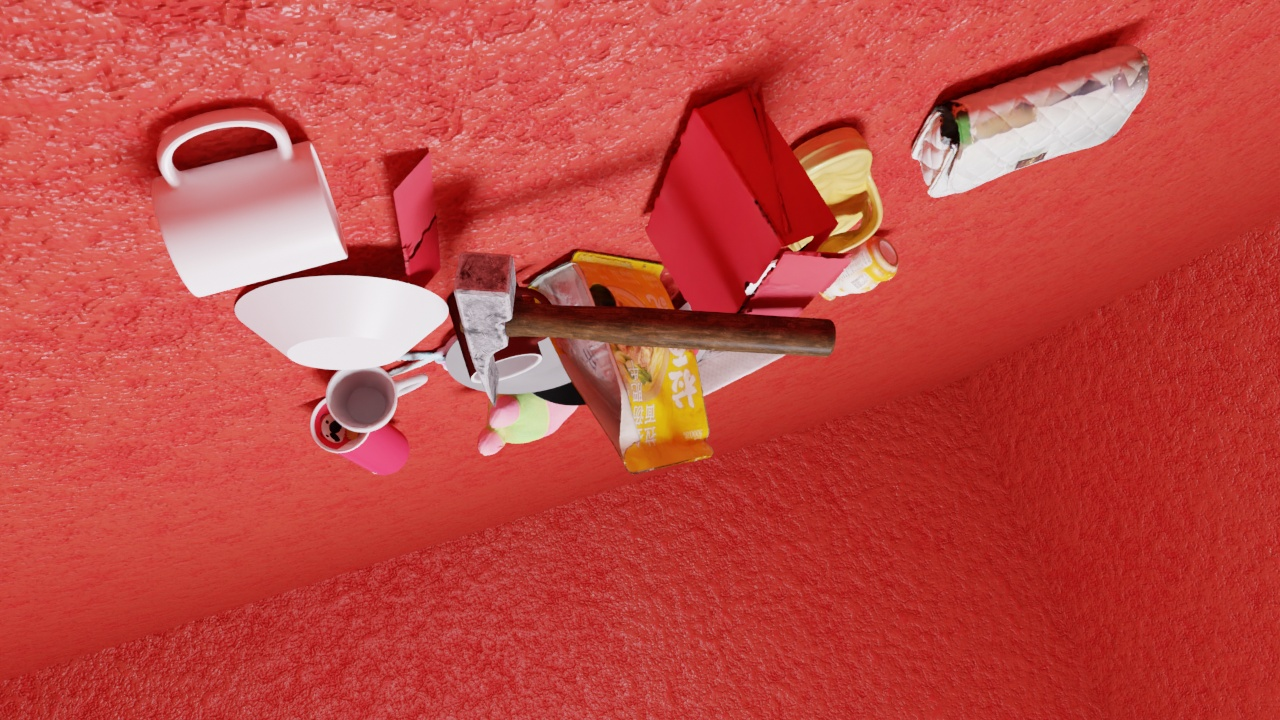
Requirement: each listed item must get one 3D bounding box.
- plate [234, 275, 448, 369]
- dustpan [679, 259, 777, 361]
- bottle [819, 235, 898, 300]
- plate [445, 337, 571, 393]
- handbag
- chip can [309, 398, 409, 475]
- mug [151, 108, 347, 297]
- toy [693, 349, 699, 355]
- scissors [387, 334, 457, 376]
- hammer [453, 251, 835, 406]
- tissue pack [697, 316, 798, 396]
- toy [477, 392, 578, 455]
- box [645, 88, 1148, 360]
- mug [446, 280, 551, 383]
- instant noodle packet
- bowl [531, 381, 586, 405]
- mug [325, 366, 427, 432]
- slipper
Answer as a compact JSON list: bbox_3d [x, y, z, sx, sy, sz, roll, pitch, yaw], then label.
[{"bbox_3d":[-0.252,-0.023,0.783,0.174,0.036,0.174,-5,164,-2],"label":"plate"},{"bbox_3d":[0.126,-0.057,1.210,0.191,0.053,0.258,-18,169,-30],"label":"dustpan"},{"bbox_3d":[0.283,-0.118,1.209,0.063,0.063,0.109,-7,163,-44],"label":"bottle"},{"bbox_3d":[-0.129,-0.009,1.035,0.178,0.012,0.179,-8,152,-5],"label":"plate"},{"bbox_3d":[0.368,-0.224,0.879,0.195,0.072,0.139,-20,166,-2],"label":"handbag"},{"bbox_3d":[-0.347,0.098,1.155,0.069,0.069,0.221,-18,167,-7],"label":"chip can"},{"bbox_3d":[-0.235,-0.098,0.543,0.090,0.073,0.111,-17,141,-11],"label":"mug"},{"bbox_3d":[0.030,-0.011,1.093,0.091,0.045,0.135,-21,166,-24],"label":"toy"},{"bbox_3d":[-0.217,-0.005,1.049,0.171,0.013,0.175,-23,166,11],"label":"scissors"},{"bbox_3d":[0.004,-0.010,0.770,0.300,0.037,0.218,4,155,-2],"label":"hammer"},{"bbox_3d":[0.131,-0.009,1.231,0.181,0.071,0.104,-22,175,-13],"label":"tissue pack"},{"bbox_3d":[-0.123,0.042,1.231,0.236,0.097,0.193,-27,166,-37],"label":"toy"},{"bbox_3d":[0.192,-0.092,0.774,0.374,0.148,0.213,8,161,-6],"label":"box"},{"bbox_3d":[-0.130,-0.036,0.895,0.106,0.082,0.073,-25,166,23],"label":"mug"},{"bbox_3d":[-0.006,0.006,0.943,0.084,0.221,0.162,-31,165,29],"label":"instant noodle packet"},{"bbox_3d":[-0.085,-0.004,1.115,0.124,0.052,0.124,1,139,1],"label":"bowl"},{"bbox_3d":[-0.285,0.038,1.006,0.107,0.071,0.089,-20,176,-15],"label":"mug"},{"bbox_3d":[0.195,-0.149,0.924,0.099,0.078,0.263,-23,166,6],"label":"slipper"}]
